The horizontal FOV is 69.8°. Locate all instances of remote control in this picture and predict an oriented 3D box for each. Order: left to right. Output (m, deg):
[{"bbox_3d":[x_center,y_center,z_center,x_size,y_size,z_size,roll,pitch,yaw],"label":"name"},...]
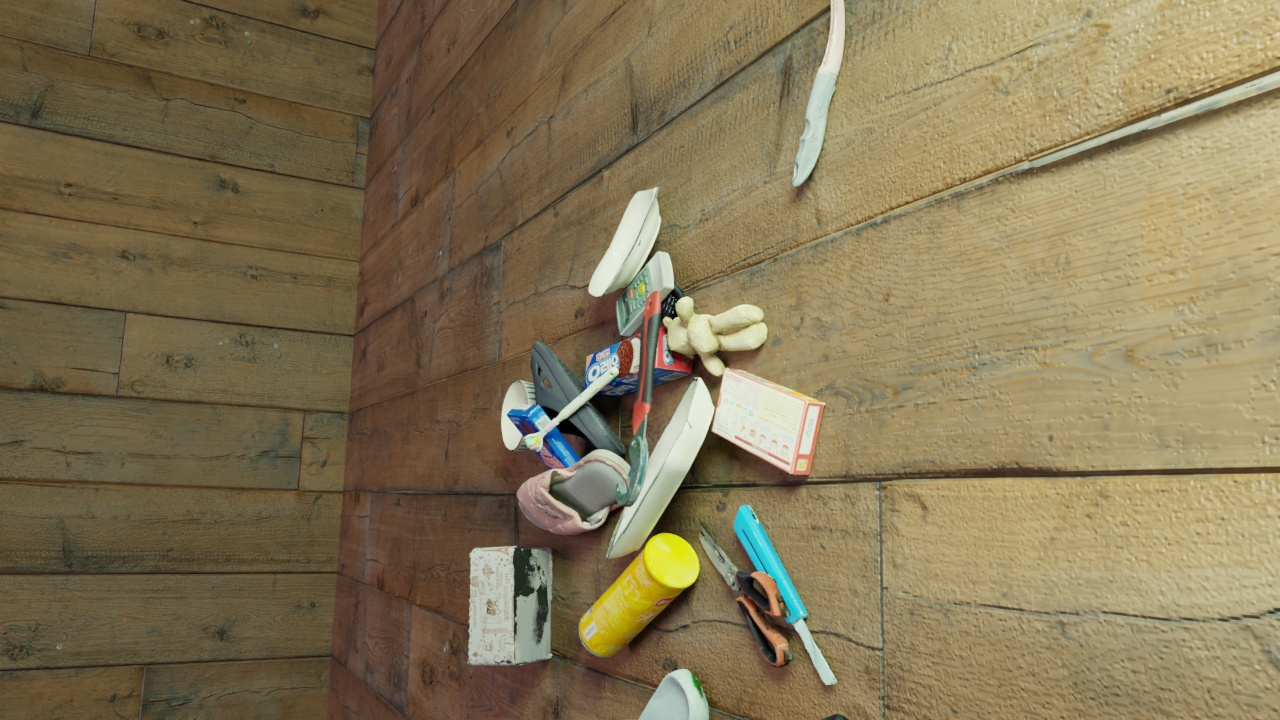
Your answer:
[{"bbox_3d":[0.004,-0.086,1.207,0.135,0.019,0.056,-45,45,52],"label":"remote control"},{"bbox_3d":[0.033,-0.080,1.199,0.136,0.024,0.053,51,131,55],"label":"remote control"}]

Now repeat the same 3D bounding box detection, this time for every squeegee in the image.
[{"bbox_3d":[0.188,-0.304,0.948,0.247,0.040,0.250,-136,50,-74],"label":"squeegee"}]

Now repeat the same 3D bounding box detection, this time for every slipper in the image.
[{"bbox_3d":[-0.113,0.066,1.331,0.083,0.111,0.268,-39,43,-1],"label":"slipper"},{"bbox_3d":[-0.099,0.198,1.300,0.275,0.114,0.054,-32,14,49],"label":"slipper"},{"bbox_3d":[0.007,0.466,1.089,0.104,0.074,0.246,57,132,48],"label":"slipper"}]

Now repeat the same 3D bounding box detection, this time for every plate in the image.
[{"bbox_3d":[-0.014,-0.155,1.248,0.163,0.034,0.164,-63,15,1],"label":"plate"},{"bbox_3d":[0.026,0.136,1.095,0.266,0.034,0.161,-63,1,37],"label":"plate"}]

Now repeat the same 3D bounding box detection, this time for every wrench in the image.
[{"bbox_3d":[0.003,0.039,1.089,0.056,0.016,0.272,-30,48,56],"label":"wrench"}]

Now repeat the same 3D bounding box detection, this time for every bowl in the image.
[{"bbox_3d":[-0.179,0.093,1.508,0.117,0.066,0.116,-23,64,58],"label":"bowl"}]

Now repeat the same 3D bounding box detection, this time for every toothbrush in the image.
[{"bbox_3d":[-0.092,0.066,1.237,0.190,0.029,0.020,-41,15,30],"label":"toothbrush"}]

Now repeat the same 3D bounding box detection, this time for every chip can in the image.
[{"bbox_3d":[-0.006,0.298,1.147,0.214,0.072,0.072,-55,39,41],"label":"chip can"}]

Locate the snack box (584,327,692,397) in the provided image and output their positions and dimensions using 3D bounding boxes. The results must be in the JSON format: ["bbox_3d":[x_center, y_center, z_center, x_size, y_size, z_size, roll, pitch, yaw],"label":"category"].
[{"bbox_3d":[-0.007,0.007,1.222,0.208,0.057,0.058,-21,64,59],"label":"snack box"}]

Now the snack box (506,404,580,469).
[{"bbox_3d":[-0.127,0.131,1.342,0.157,0.026,0.085,54,156,-17],"label":"snack box"}]

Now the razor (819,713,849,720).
[{"bbox_3d":[0.147,0.382,0.873,0.168,0.062,0.067,-50,11,38],"label":"razor"}]

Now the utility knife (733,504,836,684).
[{"bbox_3d":[0.146,0.238,0.938,0.034,0.018,0.216,-64,36,31],"label":"utility knife"}]

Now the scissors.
[{"bbox_3d":[0.109,0.233,0.991,0.197,0.015,0.205,113,144,-60],"label":"scissors"}]

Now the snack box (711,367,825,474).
[{"bbox_3d":[0.133,0.062,0.986,0.156,0.027,0.077,26,107,60],"label":"snack box"}]

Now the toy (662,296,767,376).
[{"bbox_3d":[0.086,-0.035,1.067,0.158,0.066,0.105,-7,120,57],"label":"toy"}]

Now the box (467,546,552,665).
[{"bbox_3d":[-0.199,0.385,1.463,0.274,0.125,0.178,98,171,-77],"label":"box"}]
